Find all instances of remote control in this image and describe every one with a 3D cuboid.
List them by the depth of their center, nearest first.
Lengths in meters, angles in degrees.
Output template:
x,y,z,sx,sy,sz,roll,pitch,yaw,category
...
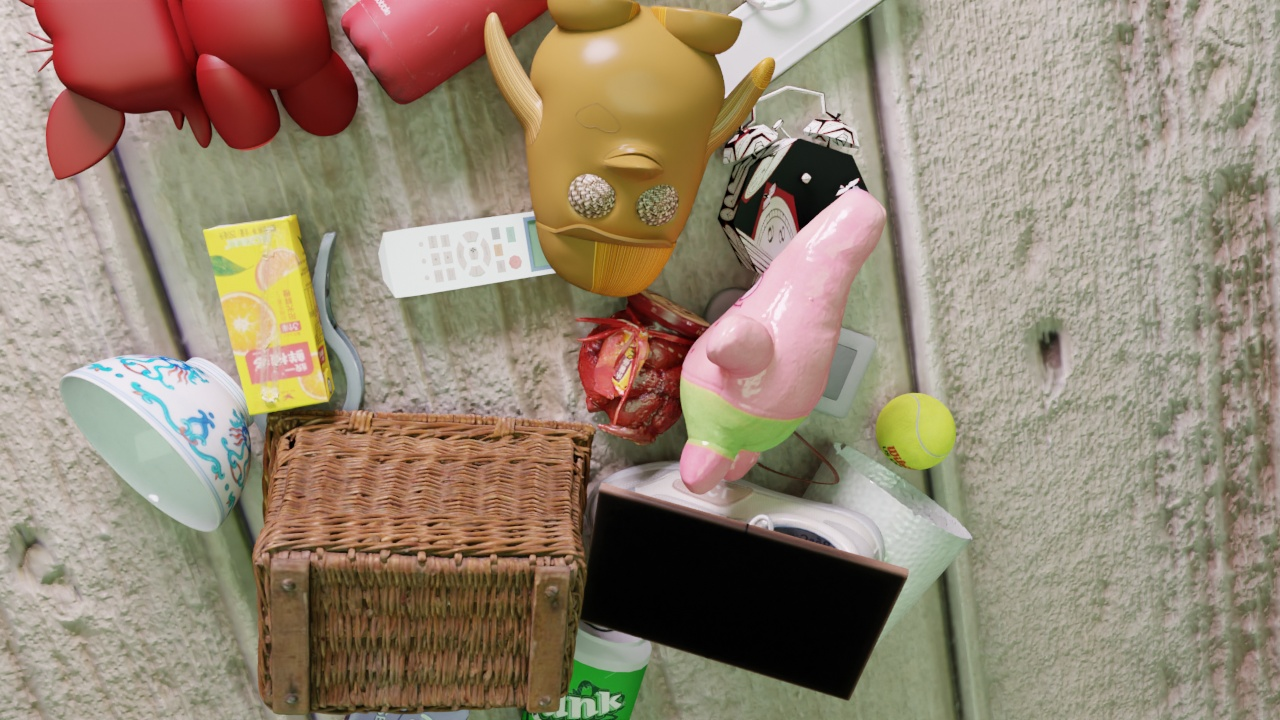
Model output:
x,y,z,sx,sy,sz,roll,pitch,yaw,category
-0.126,-0.083,0.703,0.143,0.024,0.049,-10,100,-13,remote control
0.120,-0.007,0.769,0.151,0.019,0.074,19,98,-14,remote control

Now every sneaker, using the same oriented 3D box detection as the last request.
x,y,z,sx,sy,sz,roll,pitch,yaw,category
0.058,0.132,0.700,0.242,0.090,0.089,7,96,24,sneaker

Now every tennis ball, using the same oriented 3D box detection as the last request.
x,y,z,sx,sy,sz,roll,pitch,yaw,category
0.234,0.060,0.781,0.065,0.065,0.065,-2,103,-10,tennis ball

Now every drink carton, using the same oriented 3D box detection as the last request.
x,y,z,sx,sy,sz,roll,pitch,yaw,category
-0.261,-0.032,0.653,0.058,0.043,0.135,-10,105,-8,drink carton

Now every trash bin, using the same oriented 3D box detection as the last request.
x,y,z,sx,sy,sz,roll,pitch,yaw,category
0.172,0.172,0.767,0.133,0.133,0.161,30,100,-15,trash bin

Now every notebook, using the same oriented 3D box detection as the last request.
x,y,z,sx,sy,sz,roll,pitch,yaw,category
0.064,0.166,0.649,0.209,0.008,0.142,15,127,7,notebook

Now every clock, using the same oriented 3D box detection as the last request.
x,y,z,sx,sy,sz,roll,pitch,yaw,category
0.122,-0.135,0.716,0.114,0.065,0.155,-8,105,-9,clock

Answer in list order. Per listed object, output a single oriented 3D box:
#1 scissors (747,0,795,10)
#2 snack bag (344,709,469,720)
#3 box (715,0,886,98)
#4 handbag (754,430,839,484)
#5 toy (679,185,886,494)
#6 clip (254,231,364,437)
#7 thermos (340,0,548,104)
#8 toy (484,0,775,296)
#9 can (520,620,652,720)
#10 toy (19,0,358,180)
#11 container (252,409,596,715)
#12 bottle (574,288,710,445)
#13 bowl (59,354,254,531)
x,y,z,sx,sy,sz,roll,pitch,yaw,category
0.062,-0.285,0.683,0.133,0.012,0.097,-21,81,-1,scissors
-0.216,0.334,0.766,0.096,0.058,0.205,23,95,-17,snack bag
0.115,-0.261,0.705,0.209,0.033,0.064,-36,104,-2,box
0.107,0.069,0.742,0.120,0.029,0.055,29,96,28,handbag
0.096,-0.016,0.655,0.097,0.191,0.237,32,103,14,toy
-0.234,-0.016,0.699,0.127,0.028,0.167,0,104,-11,clip
-0.092,-0.273,0.642,0.240,0.073,0.073,-35,106,-2,thermos
-0.016,-0.142,0.639,0.198,0.162,0.203,7,109,-9,toy
-0.049,0.281,0.768,0.087,0.088,0.140,15,99,-13,can
-0.296,-0.213,0.596,0.197,0.120,0.158,-16,107,-17,toy
-0.153,0.146,0.654,0.249,0.183,0.162,3,112,-11,container
-0.004,0.004,0.710,0.099,0.099,0.111,25,100,-15,bottle
-0.329,0.045,0.659,0.144,0.144,0.074,53,49,-16,bowl
